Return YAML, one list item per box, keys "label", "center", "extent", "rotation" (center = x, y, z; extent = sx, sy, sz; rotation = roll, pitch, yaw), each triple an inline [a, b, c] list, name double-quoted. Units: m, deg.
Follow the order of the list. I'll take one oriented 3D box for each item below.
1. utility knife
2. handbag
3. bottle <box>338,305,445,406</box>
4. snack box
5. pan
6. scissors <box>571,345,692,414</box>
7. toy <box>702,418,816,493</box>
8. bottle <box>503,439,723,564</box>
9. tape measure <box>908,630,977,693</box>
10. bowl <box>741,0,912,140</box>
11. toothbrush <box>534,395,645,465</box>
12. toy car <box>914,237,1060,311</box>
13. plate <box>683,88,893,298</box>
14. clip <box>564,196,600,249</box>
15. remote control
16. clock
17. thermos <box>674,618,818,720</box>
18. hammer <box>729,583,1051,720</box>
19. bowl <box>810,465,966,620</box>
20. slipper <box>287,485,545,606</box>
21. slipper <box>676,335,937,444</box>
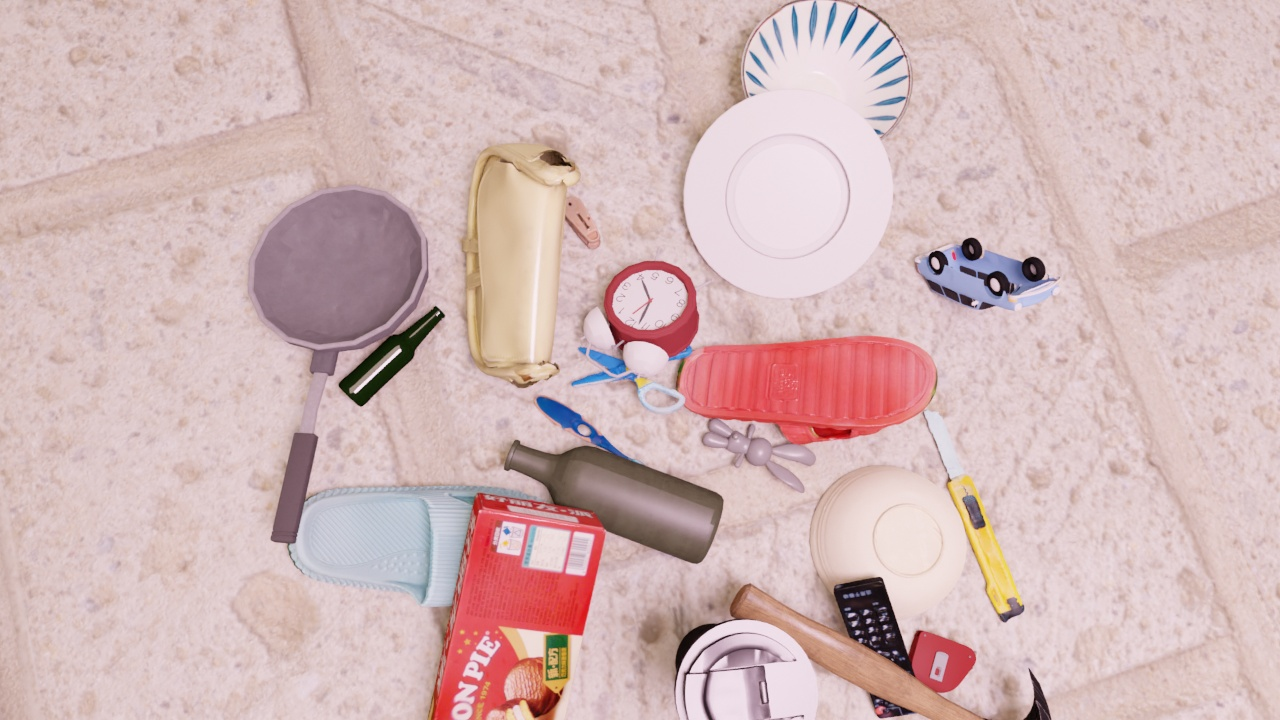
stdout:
- label: "utility knife"
  center: [0.328, 0.151, 0.912]
  extent: [0.030, 0.019, 0.217]
  rotation: [-16, 76, -15]
- label: "handbag"
  center: [-0.115, -0.092, 0.867]
  extent: [0.088, 0.191, 0.233]
  rotation: [4, 90, -19]
- label: "bottle"
  center: [-0.243, -0.007, 0.910]
  extent: [0.033, 0.033, 0.122]
  rotation: [44, 79, 6]
- label: "snack box"
  center: [-0.113, 0.243, 0.806]
  extent: [0.113, 0.060, 0.236]
  rotation: [11, 94, -15]
- label: "pan"
  center: [-0.301, -0.004, 0.877]
  extent: [0.179, 0.041, 0.356]
  rotation: [3, 69, 5]
- label: "scissors"
  center: [-0.009, 0.019, 0.911]
  extent: [0.131, 0.018, 0.110]
  rotation: [-14, 60, 1]
- label: "toy"
  center: [0.117, 0.090, 0.906]
  extent: [0.112, 0.030, 0.049]
  rotation: [22, 63, 8]
- label: "bottle"
  center: [-0.028, 0.125, 0.871]
  extent: [0.207, 0.071, 0.071]
  rotation: [20, 78, 2]
- label: "tape measure"
  center: [0.287, 0.291, 0.876]
  extent: [0.059, 0.019, 0.051]
  rotation: [20, 78, 2]
- label: "bowl"
  center: [0.188, -0.285, 0.966]
  extent: [0.177, 0.071, 0.177]
  rotation: [1, 79, -3]
- label: "toothbrush"
  center: [-0.049, 0.074, 0.909]
  extent: [0.135, 0.017, 0.021]
  rotation: [34, 74, 4]
- label: "toy car"
  center: [0.338, -0.079, 0.902]
  extent: [0.056, 0.153, 0.055]
  rotation: [-21, 117, -15]
- label: "plate"
  center: [0.148, -0.164, 0.919]
  extent: [0.209, 0.015, 0.209]
  rotation: [1, 105, 5]
- label: "clip"
  center: [-0.061, -0.143, 0.947]
  extent: [0.025, 0.049, 0.061]
  rotation: [-28, 108, -8]
- label: "remote control"
  center: [0.221, 0.264, 0.847]
  extent: [0.047, 0.022, 0.150]
  rotation: [-15, 107, 17]
- label: "clock"
  center: [0.004, -0.041, 0.904]
  extent: [0.096, 0.048, 0.137]
  rotation: [34, 70, 23]
- label: "thermos"
  center: [0.074, 0.266, 0.771]
  extent: [0.106, 0.219, 0.105]
  rotation: [0, 78, -3]
- label: "hammer"
  center: [0.223, 0.283, 0.823]
  extent: [0.305, 0.040, 0.132]
  rotation: [29, 117, 0]
- label: "bowl"
  center: [0.243, 0.171, 0.871]
  extent: [0.151, 0.075, 0.150]
  rotation: [0, 78, -2]
- label: "slipper"
  center: [-0.197, 0.170, 0.858]
  extent: [0.276, 0.069, 0.115]
  rotation: [4, 75, -1]
- label: "slipper"
  center: [0.161, 0.031, 0.902]
  extent: [0.249, 0.059, 0.103]
  rotation: [-1, 63, 14]
